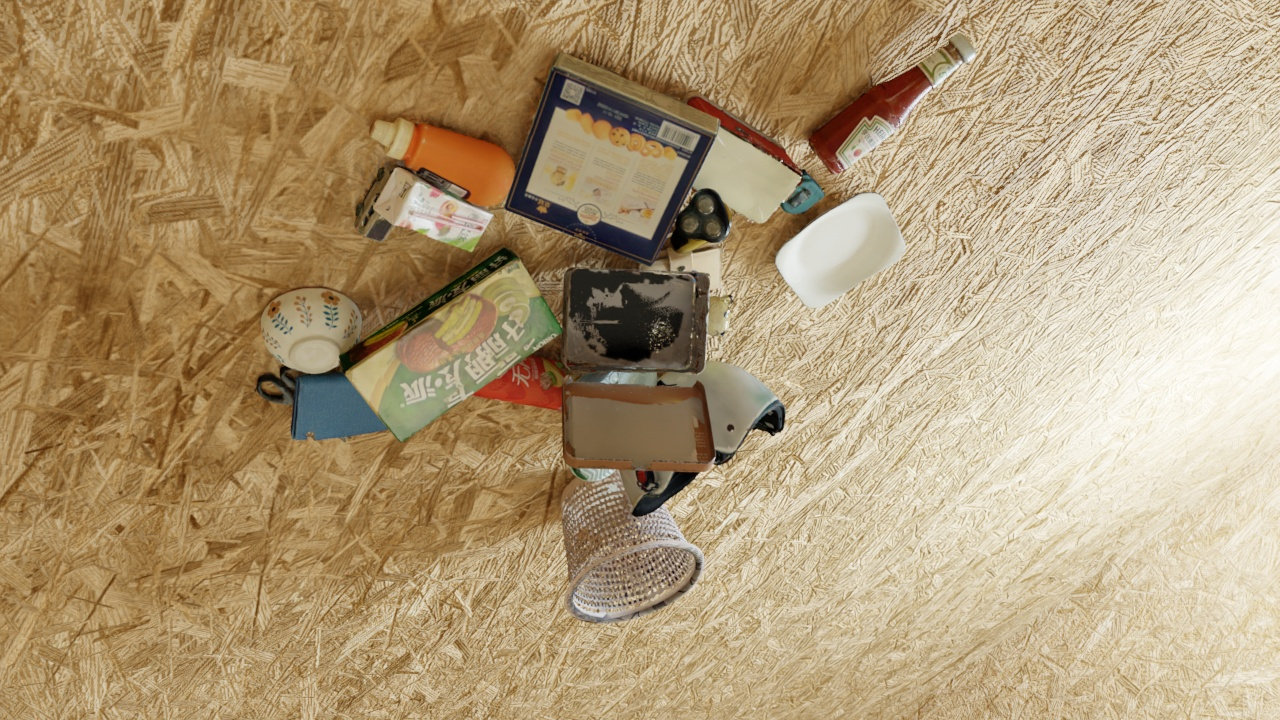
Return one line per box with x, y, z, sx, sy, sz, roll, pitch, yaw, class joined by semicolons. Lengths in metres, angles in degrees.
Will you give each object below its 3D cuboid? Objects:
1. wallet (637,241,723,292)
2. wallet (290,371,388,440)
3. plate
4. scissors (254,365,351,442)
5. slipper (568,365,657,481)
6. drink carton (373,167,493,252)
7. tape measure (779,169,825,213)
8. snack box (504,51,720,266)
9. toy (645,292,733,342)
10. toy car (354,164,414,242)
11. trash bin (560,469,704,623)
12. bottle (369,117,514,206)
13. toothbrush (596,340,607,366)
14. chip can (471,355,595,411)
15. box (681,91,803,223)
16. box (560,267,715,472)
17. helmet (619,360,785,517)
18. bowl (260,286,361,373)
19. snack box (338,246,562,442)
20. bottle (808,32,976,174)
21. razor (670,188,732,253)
0.052;-0.116;1.197;0.115;0.024;0.087;-11;137;-9;wallet
-0.376;0.056;1.177;0.132;0.040;0.107;-5;132;-31;wallet
0.266;-0.153;1.242;0.164;0.034;0.163;-33;139;12;plate
-0.417;0.058;1.189;0.174;0.014;0.136;18;128;-39;scissors
-0.048;0.056;1.212;0.074;0.244;0.104;-9;120;30;slipper
-0.217;-0.158;0.978;0.053;0.045;0.122;-57;148;11;drink carton
0.200;-0.210;1.156;0.055;0.025;0.058;-40;137;19;tape measure
-0.034;-0.209;0.983;0.178;0.045;0.183;21;130;-9;snack box
0.055;-0.049;1.229;0.157;0.066;0.105;-18;158;-26;toy
-0.271;-0.168;0.982;0.042;0.035;0.091;15;125;-39;toy car
-0.034;0.281;1.471;0.227;0.192;0.228;-13;139;-11;trash bin
-0.206;-0.211;0.946;0.149;0.066;0.067;19;126;-29;bottle
-0.053;-0.007;1.278;0.014;0.016;0.190;-4;138;-14;toothbrush
-0.158;0.025;1.224;0.216;0.073;0.073;12;130;-36;chip can
0.102;-0.223;1.054;0.168;0.079;0.091;19;125;-38;box
-0.007;0.008;1.113;0.179;0.273;0.126;2;161;-10;box
0.065;0.096;1.330;0.275;0.157;0.229;-38;167;31;helmet
-0.382;-0.024;1.073;0.113;0.062;0.114;-13;141;-11;bowl
-0.221;-0.021;1.082;0.240;0.063;0.114;-35;122;-9;snack box
0.293;-0.300;1.069;0.206;0.059;0.059;-37;138;17;bottle
0.062;-0.154;1.080;0.067;0.062;0.167;-19;180;-10;razor
